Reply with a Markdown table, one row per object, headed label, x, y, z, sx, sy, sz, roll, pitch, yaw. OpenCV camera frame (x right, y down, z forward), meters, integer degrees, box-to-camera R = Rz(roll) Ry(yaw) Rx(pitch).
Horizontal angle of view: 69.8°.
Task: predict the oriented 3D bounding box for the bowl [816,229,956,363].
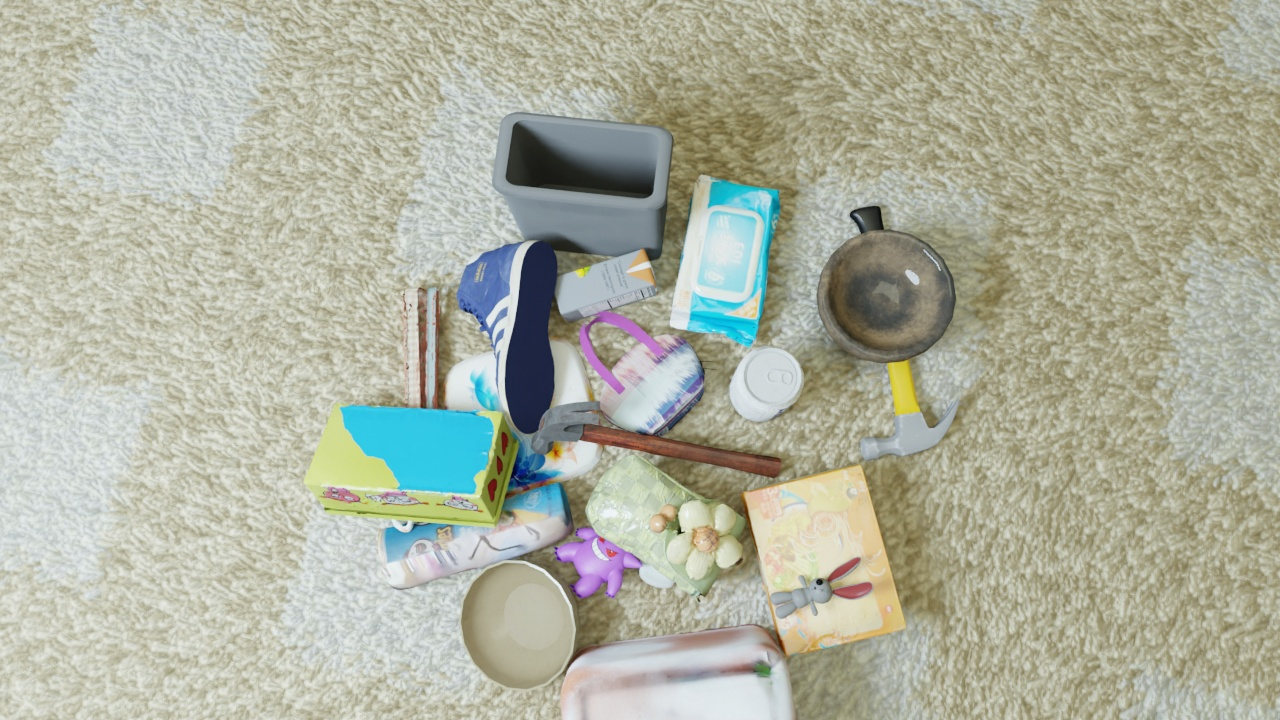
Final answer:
| label | x | y | z | sx | sy | sz | roll | pitch | yaw |
| --- | --- | --- | --- | --- | --- | --- | --- | --- | --- |
| bowl | 0.294 | -0.073 | 1.120 | 0.162 | 0.070 | 0.162 | 0 | 79 | 2 |

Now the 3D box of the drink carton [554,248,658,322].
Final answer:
| label | x | y | z | sx | sy | sz | roll | pitch | yaw |
| --- | --- | --- | --- | --- | --- | --- | --- | --- | --- |
| drink carton | -0.043 | -0.093 | 1.159 | 0.125 | 0.076 | 0.048 | -18 | 81 | 3 |

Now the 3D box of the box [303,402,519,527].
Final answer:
| label | x | y | z | sx | sy | sz | roll | pitch | yaw |
| --- | --- | --- | --- | --- | --- | --- | --- | --- | --- |
| box | -0.266 | 0.123 | 1.087 | 0.221 | 0.082 | 0.124 | 2 | 54 | 9 |

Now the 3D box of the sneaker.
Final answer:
| label | x | y | z | sx | sy | sz | roll | pitch | yaw |
| --- | --- | --- | --- | --- | --- | --- | --- | --- | --- |
| sneaker | -0.175 | -0.032 | 1.134 | 0.119 | 0.091 | 0.233 | 7 | 96 | 37 |

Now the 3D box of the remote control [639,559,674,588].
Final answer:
| label | x | y | z | sx | sy | sz | roll | pitch | yaw |
| --- | --- | --- | --- | --- | --- | --- | --- | --- | --- |
| remote control | 0.035 | 0.222 | 1.126 | 0.060 | 0.028 | 0.114 | 16 | 79 | 2 |

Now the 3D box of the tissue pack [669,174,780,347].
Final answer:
| label | x | y | z | sx | sy | sz | roll | pitch | yaw |
| --- | --- | --- | --- | --- | --- | --- | --- | --- | --- |
| tissue pack | 0.107 | -0.127 | 1.164 | 0.117 | 0.066 | 0.209 | 10 | 83 | 4 |

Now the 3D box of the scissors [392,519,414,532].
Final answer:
| label | x | y | z | sx | sy | sz | roll | pitch | yaw |
| --- | --- | --- | --- | --- | --- | --- | --- | --- | --- |
| scissors | -0.265 | 0.157 | 1.123 | 0.125 | 0.011 | 0.129 | 7 | 47 | 10 |

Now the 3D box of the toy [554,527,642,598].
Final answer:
| label | x | y | z | sx | sy | sz | roll | pitch | yaw |
| --- | --- | --- | --- | --- | --- | --- | --- | --- | --- |
| toy | -0.047 | 0.242 | 1.112 | 0.088 | 0.056 | 0.106 | -33 | 52 | -2 |

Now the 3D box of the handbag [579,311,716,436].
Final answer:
| label | x | y | z | sx | sy | sz | roll | pitch | yaw |
| --- | --- | --- | --- | --- | --- | --- | --- | --- | --- |
| handbag | -0.007 | 0.007 | 1.151 | 0.144 | 0.068 | 0.170 | -44 | 76 | -4 |

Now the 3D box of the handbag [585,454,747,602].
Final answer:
| label | x | y | z | sx | sy | sz | roll | pitch | yaw |
| --- | --- | --- | --- | --- | --- | --- | --- | --- | --- |
| handbag | 0.031 | 0.189 | 1.056 | 0.186 | 0.117 | 0.113 | 31 | 76 | 2 |

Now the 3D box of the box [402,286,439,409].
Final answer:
| label | x | y | z | sx | sy | sz | roll | pitch | yaw |
| --- | --- | --- | --- | --- | --- | --- | --- | --- | --- |
| box | -0.281 | -0.003 | 1.165 | 0.057 | 0.060 | 0.186 | 5 | 78 | -37 |

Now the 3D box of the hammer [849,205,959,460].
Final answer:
| label | x | y | z | sx | sy | sz | roll | pitch | yaw |
| --- | --- | --- | --- | --- | --- | --- | --- | --- | --- |
| hammer | 0.318 | -0.041 | 1.163 | 0.127 | 0.029 | 0.323 | -8 | 80 | 0 |

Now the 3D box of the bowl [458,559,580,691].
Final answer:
| label | x | y | z | sx | sy | sz | roll | pitch | yaw |
| --- | --- | --- | --- | --- | --- | --- | --- | --- | --- |
| bowl | -0.137 | 0.310 | 1.093 | 0.152 | 0.050 | 0.152 | -1 | 88 | 20 |

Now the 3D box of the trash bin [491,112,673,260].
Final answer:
| label | x | y | z | sx | sy | sz | roll | pitch | yaw |
| --- | --- | --- | --- | --- | --- | --- | --- | --- | --- |
| trash bin | -0.060 | -0.200 | 1.100 | 0.192 | 0.220 | 0.097 | 6 | 81 | 3 |

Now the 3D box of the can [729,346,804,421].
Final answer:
| label | x | y | z | sx | sy | sz | roll | pitch | yaw |
| --- | --- | --- | --- | --- | --- | --- | --- | --- | --- |
| can | 0.150 | 0.029 | 1.099 | 0.078 | 0.136 | 0.078 | 0 | 81 | 1 |

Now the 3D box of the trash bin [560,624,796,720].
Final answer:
| label | x | y | z | sx | sy | sz | roll | pitch | yaw |
| --- | --- | --- | --- | --- | --- | --- | --- | --- | --- |
| trash bin | 0.047 | 0.409 | 1.032 | 0.260 | 0.157 | 0.181 | -7 | 81 | 0 |

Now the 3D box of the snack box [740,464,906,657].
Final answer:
| label | x | y | z | sx | sy | sz | roll | pitch | yaw |
| --- | --- | --- | --- | --- | --- | --- | --- | --- | --- |
| snack box | 0.212 | 0.235 | 1.092 | 0.145 | 0.080 | 0.195 | -14 | 82 | 1 |

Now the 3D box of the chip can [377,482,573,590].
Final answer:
| label | x | y | z | sx | sy | sz | roll | pitch | yaw |
| --- | --- | --- | --- | --- | --- | --- | --- | --- | --- |
| chip can | -0.197 | 0.213 | 1.112 | 0.229 | 0.080 | 0.079 | -15 | 81 | -1 |

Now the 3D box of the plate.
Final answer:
| label | x | y | z | sx | sy | sz | roll | pitch | yaw |
| --- | --- | --- | --- | --- | --- | --- | --- | --- | --- |
| plate | -0.151 | 0.070 | 1.162 | 0.187 | 0.016 | 0.187 | -16 | 81 | -1 |

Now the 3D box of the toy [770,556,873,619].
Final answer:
| label | x | y | z | sx | sy | sz | roll | pitch | yaw |
| --- | --- | --- | --- | --- | --- | --- | --- | --- | --- |
| toy | 0.202 | 0.259 | 1.032 | 0.112 | 0.030 | 0.049 | -21 | 53 | 3 |

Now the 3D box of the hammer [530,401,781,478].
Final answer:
| label | x | y | z | sx | sy | sz | roll | pitch | yaw |
| --- | --- | --- | --- | --- | --- | --- | --- | --- | --- |
| hammer | 0.027 | 0.104 | 1.102 | 0.300 | 0.111 | 0.028 | 12 | 58 | -13 |
